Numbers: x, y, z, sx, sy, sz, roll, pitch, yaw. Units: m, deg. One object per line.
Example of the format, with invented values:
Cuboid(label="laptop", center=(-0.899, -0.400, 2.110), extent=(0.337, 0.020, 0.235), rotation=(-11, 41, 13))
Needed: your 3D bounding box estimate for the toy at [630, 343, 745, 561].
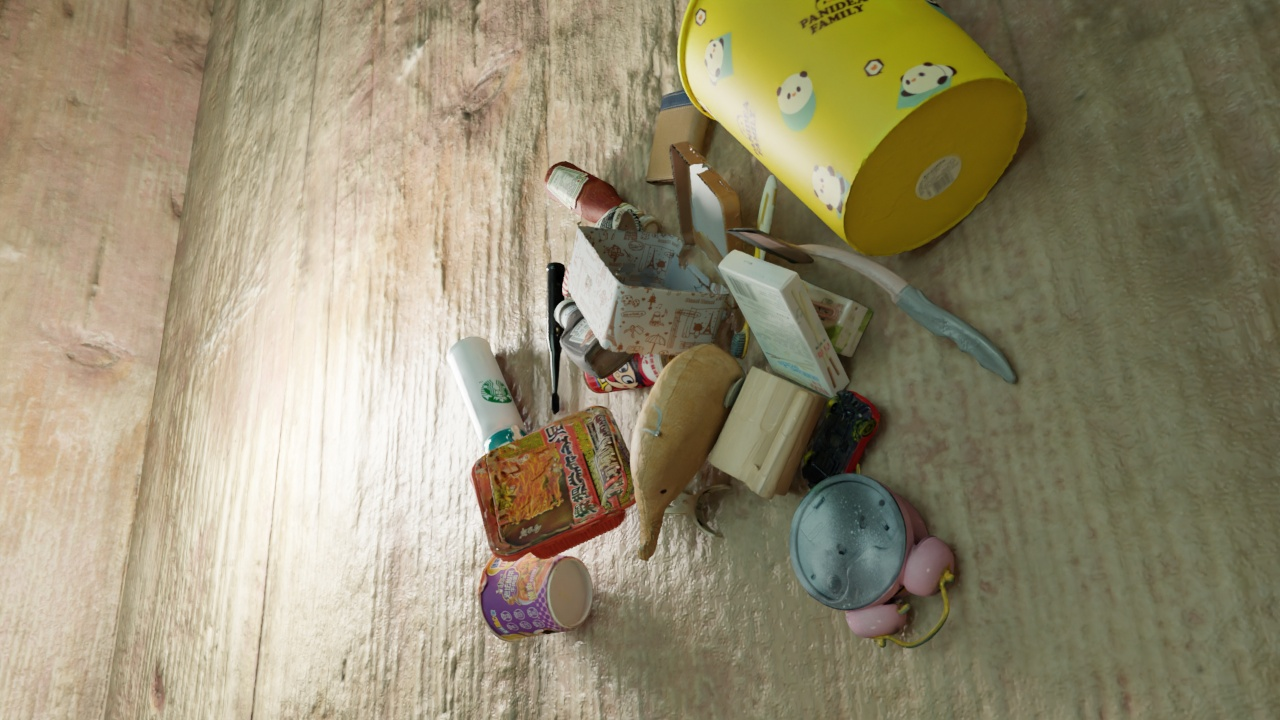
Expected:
Cuboid(label="toy", center=(0.033, 0.087, 0.923), extent=(0.082, 0.143, 0.225), rotation=(23, 78, 29))

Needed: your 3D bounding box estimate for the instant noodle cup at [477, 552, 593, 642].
Cuboid(label="instant noodle cup", center=(-0.117, 0.274, 1.075), extent=(0.099, 0.111, 0.111), rotation=(-10, 69, 36))

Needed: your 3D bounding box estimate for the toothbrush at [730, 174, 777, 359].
Cuboid(label="toothbrush", center=(0.114, -0.091, 0.925), extent=(0.016, 0.018, 0.191), rotation=(29, 117, 48))

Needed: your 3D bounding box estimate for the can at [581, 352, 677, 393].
Cuboid(label="can", center=(-0.006, 0.006, 1.080), extent=(0.133, 0.053, 0.053), rotation=(-10, 69, 45))

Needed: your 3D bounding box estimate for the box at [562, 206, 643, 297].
Cuboid(label="box", center=(-0.039, -0.130, 1.149), extent=(0.164, 0.081, 0.074), rotation=(131, 152, -52))

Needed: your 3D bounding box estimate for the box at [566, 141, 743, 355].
Cuboid(label="box", center=(0.027, -0.127, 0.986), extent=(0.183, 0.156, 0.193), rotation=(-123, 39, -55))

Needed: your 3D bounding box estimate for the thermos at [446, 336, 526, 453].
Cuboid(label="thermos", center=(-0.206, 0.062, 1.265), extent=(0.073, 0.073, 0.224), rotation=(-51, 46, 23))

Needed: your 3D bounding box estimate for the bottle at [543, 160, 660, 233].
Cuboid(label="bottle", center=(-0.050, -0.204, 1.197), extent=(0.206, 0.059, 0.060), rotation=(36, 103, 41))

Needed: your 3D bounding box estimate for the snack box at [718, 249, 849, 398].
Cuboid(label="snack box", center=(0.137, -0.033, 0.869), extent=(0.026, 0.157, 0.085), rotation=(-46, 41, -13))

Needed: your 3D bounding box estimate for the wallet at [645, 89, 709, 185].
Cuboid(label="wallet", center=(0.049, -0.276, 1.134), extent=(0.090, 0.033, 0.115), rotation=(8, 83, 51))

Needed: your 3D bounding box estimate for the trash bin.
Cuboid(label="trash bin", center=(0.192, -0.246, 0.837), extent=(0.230, 0.229, 0.255), rotation=(-49, 52, 24))

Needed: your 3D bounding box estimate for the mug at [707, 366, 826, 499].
Cuboid(label="mug", center=(0.125, 0.070, 0.877), extent=(0.124, 0.084, 0.103), rotation=(-124, 57, -84))

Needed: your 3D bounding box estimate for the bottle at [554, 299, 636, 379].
Cuboid(label="bottle", center=(-0.062, -0.036, 1.106), extent=(0.080, 0.044, 0.195), rotation=(-40, 25, -5))

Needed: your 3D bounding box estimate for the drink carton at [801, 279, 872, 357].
Cuboid(label="drink carton", center=(0.166, -0.051, 0.919), extent=(0.122, 0.045, 0.053), rotation=(32, 99, 47))

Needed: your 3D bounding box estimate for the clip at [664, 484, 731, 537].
Cuboid(label="clip", center=(0.050, 0.157, 0.986), extent=(0.097, 0.034, 0.061), rotation=(6, 81, 39))

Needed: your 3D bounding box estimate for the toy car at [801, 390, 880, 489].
Cuboid(label="toy car", center=(0.187, 0.080, 0.862), extent=(0.049, 0.031, 0.106), rotation=(43, 121, 44))

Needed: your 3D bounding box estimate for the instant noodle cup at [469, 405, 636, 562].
Cuboid(label="instant noodle cup", center=(-0.094, 0.151, 1.063), extent=(0.189, 0.079, 0.164), rotation=(-23, 43, -2))

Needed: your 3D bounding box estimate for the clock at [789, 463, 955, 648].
Cuboid(label="clock", center=(0.203, 0.173, 0.794), extent=(0.117, 0.059, 0.158), rotation=(-53, 44, 19))

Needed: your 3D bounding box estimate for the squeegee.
Cuboid(label="squeegee", center=(0.219, -0.056, 0.803), extent=(0.250, 0.247, 0.040), rotation=(32, 101, 18))

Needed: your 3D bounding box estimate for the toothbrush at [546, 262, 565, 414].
Cuboid(label="toothbrush", center=(-0.114, -0.031, 1.231), extent=(0.027, 0.026, 0.212), rotation=(118, 152, -69))
